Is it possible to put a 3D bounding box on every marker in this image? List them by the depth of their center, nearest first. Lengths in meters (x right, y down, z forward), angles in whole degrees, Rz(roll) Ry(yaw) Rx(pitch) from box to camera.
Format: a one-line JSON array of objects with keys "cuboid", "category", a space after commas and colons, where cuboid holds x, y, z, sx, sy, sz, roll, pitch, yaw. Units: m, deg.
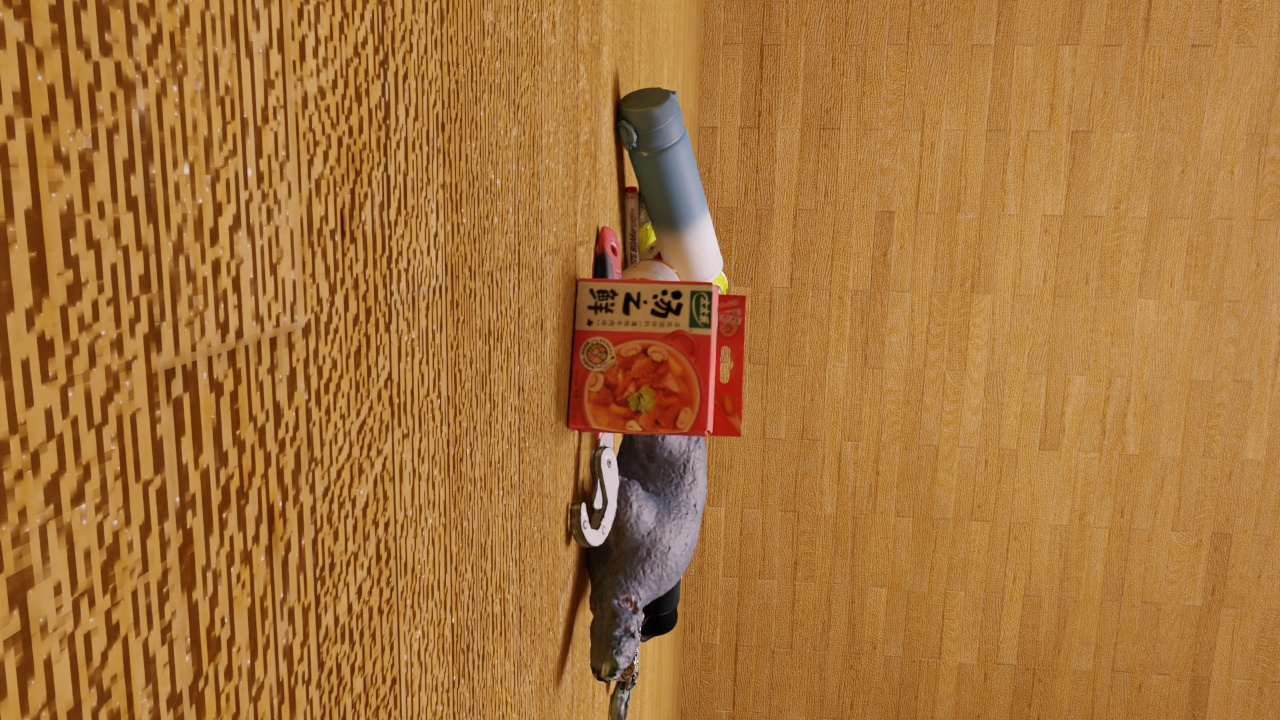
[{"cuboid": [-0.009, -0.115, 0.981, 0.017, 0.017, 0.145, -78, 169, -60], "category": "marker"}]

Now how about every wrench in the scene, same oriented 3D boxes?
[{"cuboid": [-0.031, 0.016, 0.745, 0.056, 0.016, 0.273, 39, 49, -56], "category": "wrench"}]

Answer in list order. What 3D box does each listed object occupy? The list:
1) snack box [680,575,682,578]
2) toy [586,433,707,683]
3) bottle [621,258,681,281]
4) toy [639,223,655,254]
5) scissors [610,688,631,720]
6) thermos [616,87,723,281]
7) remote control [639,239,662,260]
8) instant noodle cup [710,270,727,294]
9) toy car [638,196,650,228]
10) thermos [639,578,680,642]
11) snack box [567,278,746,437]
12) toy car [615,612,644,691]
[{"cuboid": [0.028, 0.238, 1.300, 0.113, 0.044, 0.127, -17, 95, -84], "category": "snack box"}, {"cuboid": [0.009, 0.125, 0.813, 0.138, 0.091, 0.355, 86, 16, -50], "category": "toy"}, {"cuboid": [0.008, -0.064, 0.897, 0.189, 0.068, 0.068, -63, 155, -77], "category": "bottle"}, {"cuboid": [0.011, -0.123, 1.093, 0.096, 0.031, 0.100, -79, 165, -51], "category": "toy"}, {"cuboid": [-0.017, 0.335, 1.073, 0.171, 0.019, 0.170, -63, 153, -74], "category": "scissors"}, {"cuboid": [0.030, -0.174, 0.939, 0.221, 0.070, 0.070, 68, 21, -43], "category": "thermos"}, {"cuboid": [0.012, -0.075, 1.055, 0.055, 0.020, 0.136, -48, 153, -38], "category": "remote control"}, {"cuboid": [0.057, -0.064, 1.280, 0.112, 0.112, 0.123, 81, 20, -63], "category": "instant noodle cup"}, {"cuboid": [0.018, -0.208, 1.138, 0.054, 0.037, 0.120, 85, 19, -56], "category": "toy car"}, {"cuboid": [0.016, 0.263, 1.155, 0.089, 0.068, 0.243, -57, 154, -46], "category": "thermos"}, {"cuboid": [0.014, -0.002, 0.684, 0.044, 0.127, 0.113, 64, 28, -78], "category": "snack box"}, {"cuboid": [-0.015, 0.307, 1.008, 0.049, 0.031, 0.105, 83, 12, -62], "category": "toy car"}]
